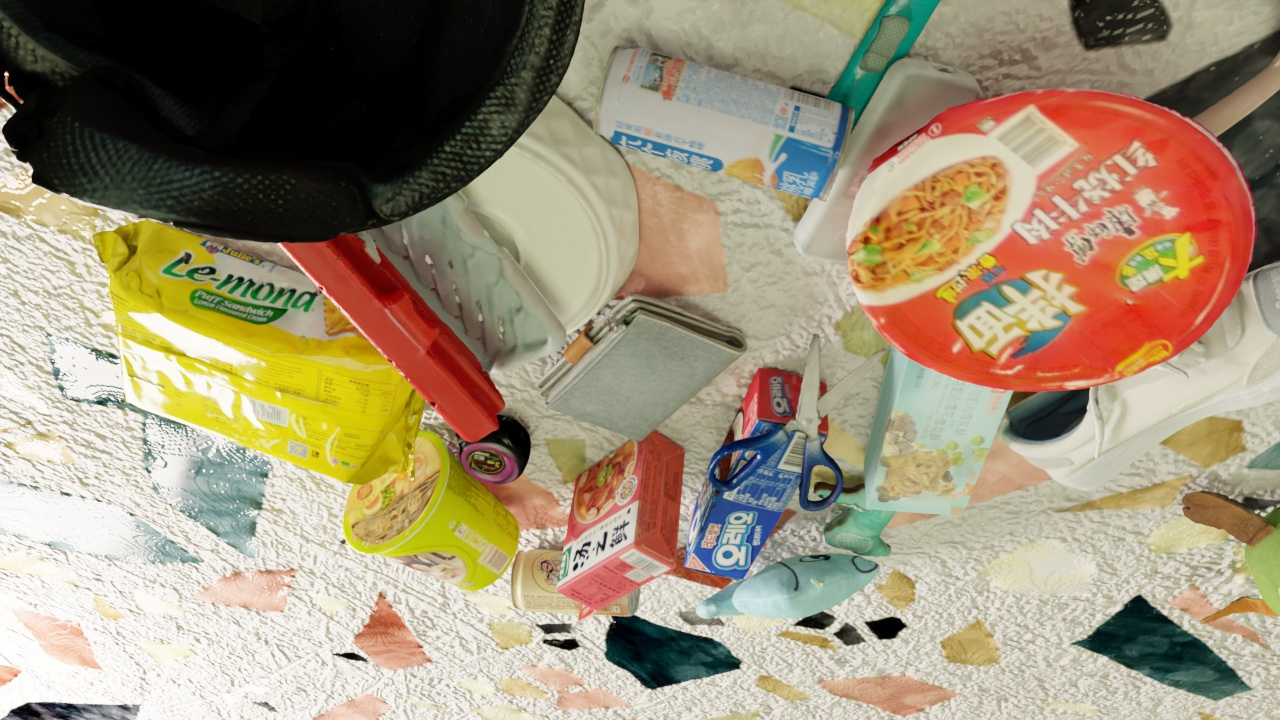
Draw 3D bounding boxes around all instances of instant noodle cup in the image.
[{"bbox_3d":[0.212,-0.072,0.494,0.194,0.065,0.194,12,137,11],"label":"instant noodle cup"},{"bbox_3d":[-0.170,0.138,0.786,0.112,0.111,0.123,-18,138,25],"label":"instant noodle cup"}]

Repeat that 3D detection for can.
[{"bbox_3d":[0.044,-0.130,0.504,0.134,0.053,0.053,16,135,2],"label":"can"},{"bbox_3d":[-0.060,0.209,0.866,0.116,0.058,0.059,0,135,8],"label":"can"}]

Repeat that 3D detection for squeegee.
[{"bbox_3d":[0.269,-0.111,0.509,0.247,0.040,0.250,37,130,-26],"label":"squeegee"}]

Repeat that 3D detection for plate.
[{"bbox_3d":[-0.103,-0.083,0.589,0.205,0.045,0.205,4,136,4],"label":"plate"}]

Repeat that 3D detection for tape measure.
[{"bbox_3d":[-0.118,0.071,0.751,0.057,0.039,0.058,-2,130,11],"label":"tape measure"}]

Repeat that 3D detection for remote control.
[{"bbox_3d":[0.139,-0.111,0.534,0.055,0.020,0.136,5,138,-20],"label":"remote control"}]

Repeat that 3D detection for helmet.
[{"bbox_3d":[-0.155,-0.180,0.372,0.274,0.230,0.234,24,103,-12],"label":"helmet"}]

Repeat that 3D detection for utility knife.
[{"bbox_3d":[0.134,-0.177,0.480,0.029,0.013,0.187,19,134,-10],"label":"utility knife"}]

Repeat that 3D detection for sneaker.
[{"bbox_3d":[0.326,-0.001,0.582,0.090,0.089,0.243,26,139,-11],"label":"sneaker"}]

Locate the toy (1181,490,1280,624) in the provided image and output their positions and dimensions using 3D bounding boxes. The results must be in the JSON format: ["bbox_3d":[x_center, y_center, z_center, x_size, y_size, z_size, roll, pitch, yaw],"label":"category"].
[{"bbox_3d":[0.546,0.165,0.706,0.246,0.089,0.228,40,134,-24],"label":"toy"}]

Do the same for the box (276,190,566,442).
[{"bbox_3d":[-0.126,-0.056,0.547,0.098,0.095,0.201,-36,124,1],"label":"box"}]

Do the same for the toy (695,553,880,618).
[{"bbox_3d":[0.125,0.199,0.800,0.161,0.049,0.156,-17,171,1],"label":"toy"}]

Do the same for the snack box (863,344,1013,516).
[{"bbox_3d":[0.211,0.042,0.660,0.074,0.051,0.175,4,136,6],"label":"snack box"}]

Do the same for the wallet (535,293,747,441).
[{"bbox_3d":[-0.004,0.004,0.668,0.106,0.036,0.130,22,136,-28],"label":"wallet"}]

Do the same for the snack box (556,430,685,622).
[{"bbox_3d":[-0.023,0.134,0.746,0.044,0.113,0.127,32,131,-24],"label":"snack box"}]

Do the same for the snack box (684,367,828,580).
[{"bbox_3d":[0.087,0.098,0.732,0.057,0.058,0.208,13,135,-5],"label":"snack box"}]

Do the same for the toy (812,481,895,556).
[{"bbox_3d":[0.182,0.128,0.768,0.096,0.030,0.092,14,131,-9],"label":"toy"}]

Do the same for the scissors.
[{"bbox_3d":[0.106,0.051,0.635,0.163,0.012,0.162,-16,128,19],"label":"scissors"}]

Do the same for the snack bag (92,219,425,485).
[{"bbox_3d":[-0.273,0.006,0.678,0.246,0.068,0.158,20,134,-5],"label":"snack bag"}]
